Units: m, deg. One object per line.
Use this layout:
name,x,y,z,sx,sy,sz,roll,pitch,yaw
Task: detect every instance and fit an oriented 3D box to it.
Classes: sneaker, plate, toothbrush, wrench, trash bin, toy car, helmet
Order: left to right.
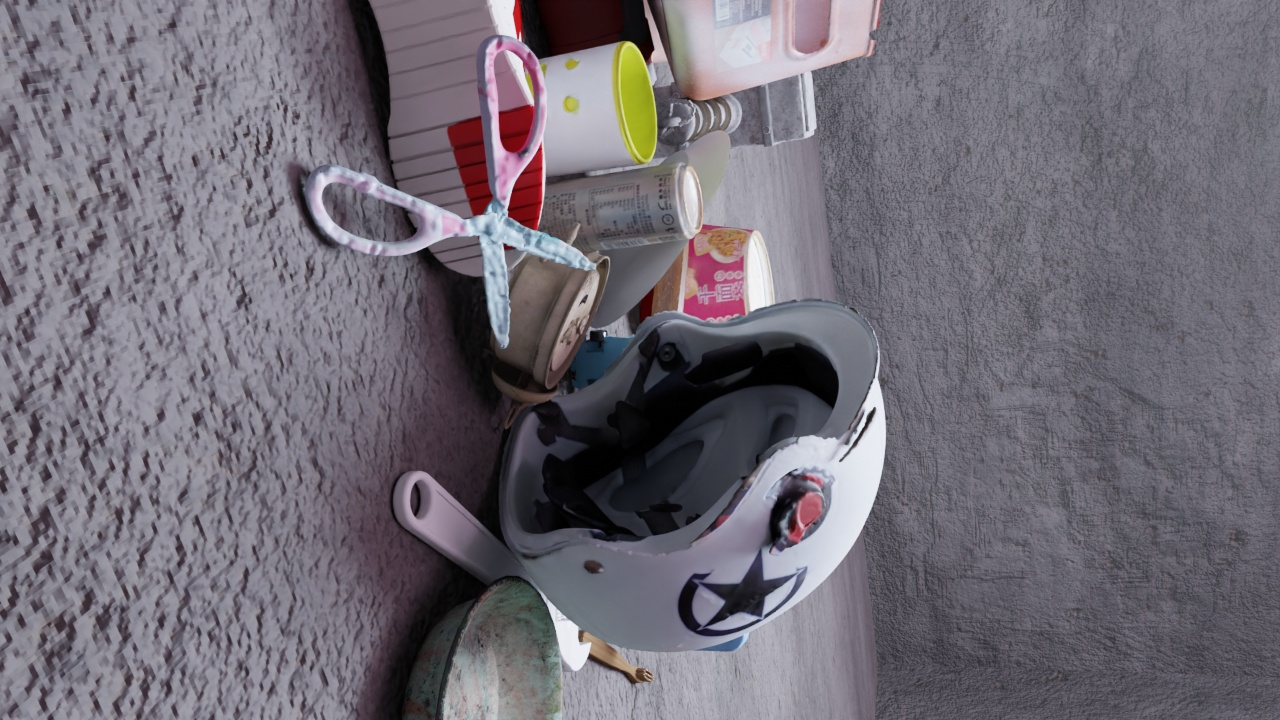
sneaker,-0.102,-0.175,0.545,0.104,0.090,0.237,-70,148,-68
wrench,-0.088,0.143,0.608,0.273,0.018,0.066,59,32,-52
toothbrush,-0.021,0.256,0.785,0.167,0.016,0.016,56,36,-55
toy car,-0.004,0.004,0.736,0.027,0.108,0.060,-18,109,-59
plate,0.005,-0.111,0.742,0.016,0.189,0.188,33,44,-19
helmet,0.049,0.082,0.606,0.164,0.264,0.236,62,-8,-28
trash bin,0.064,-0.351,0.691,0.181,0.157,0.259,66,9,-69

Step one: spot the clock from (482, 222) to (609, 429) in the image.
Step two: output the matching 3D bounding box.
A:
clock,-0.068,-0.018,0.598,0.092,0.054,0.141,-52,165,-70

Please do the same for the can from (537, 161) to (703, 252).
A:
can,-0.026,-0.105,0.653,0.054,0.136,0.054,-4,90,-70

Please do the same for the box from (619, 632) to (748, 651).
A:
box,0.024,0.139,0.771,0.021,0.125,0.209,11,76,-72

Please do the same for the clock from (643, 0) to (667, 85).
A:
clock,0.018,-0.377,0.947,0.160,0.086,0.131,-82,159,-50

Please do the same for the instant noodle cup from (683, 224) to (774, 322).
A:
instant noodle cup,0.092,-0.064,0.958,0.178,0.078,0.178,-3,90,-72

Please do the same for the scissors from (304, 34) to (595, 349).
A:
scissors,-0.096,-0.082,0.488,0.172,0.014,0.171,-14,118,-29

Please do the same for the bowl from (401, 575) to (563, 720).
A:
bowl,-0.094,0.207,0.537,0.157,0.039,0.157,-4,90,-72

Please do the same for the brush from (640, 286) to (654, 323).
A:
brush,0.047,-0.029,1.008,0.173,0.042,0.082,57,34,-56

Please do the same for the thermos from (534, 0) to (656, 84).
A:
thermos,-0.040,-0.307,0.711,0.083,0.108,0.199,-31,120,-28

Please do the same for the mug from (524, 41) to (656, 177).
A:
mug,-0.050,-0.172,0.644,0.082,0.106,0.082,-4,90,-71

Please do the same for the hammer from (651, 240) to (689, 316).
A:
hammer,0.020,-0.006,0.766,0.033,0.115,0.322,34,59,-60

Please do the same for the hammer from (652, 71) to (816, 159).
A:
hammer,0.060,-0.235,0.884,0.325,0.177,0.079,-43,127,-66
